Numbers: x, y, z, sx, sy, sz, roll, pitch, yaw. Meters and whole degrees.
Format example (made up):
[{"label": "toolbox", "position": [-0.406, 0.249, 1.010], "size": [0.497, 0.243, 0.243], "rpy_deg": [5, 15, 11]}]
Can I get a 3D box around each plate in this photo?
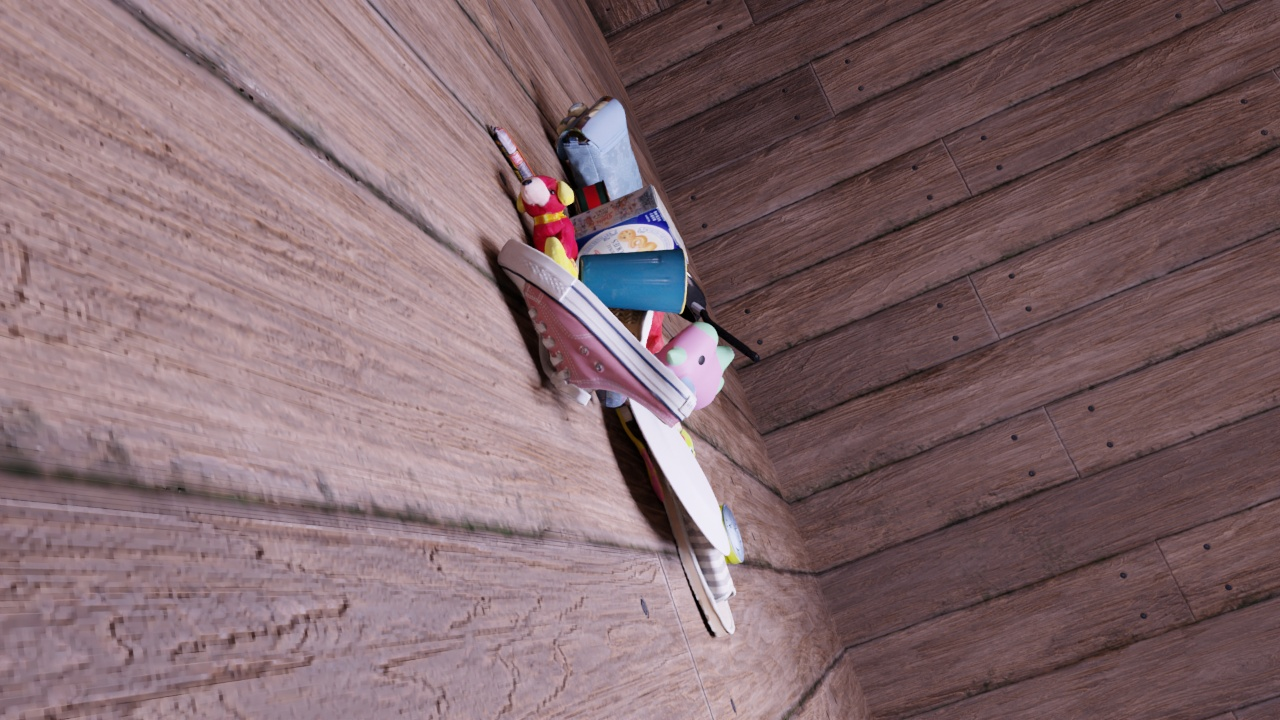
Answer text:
[{"label": "plate", "position": [0.051, 0.124, 1.113], "size": [0.242, 0.016, 0.242], "rpy_deg": [58, 6, -11]}]

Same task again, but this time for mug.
[{"label": "mug", "position": [-0.011, -0.094, 1.081], "size": [0.078, 0.121, 0.078], "rpy_deg": [178, -89, -83]}]

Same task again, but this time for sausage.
[{"label": "sausage", "position": [-0.142, -0.229, 1.122], "size": [0.155, 0.020, 0.020], "rpy_deg": [58, 14, -45]}]

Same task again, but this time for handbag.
[{"label": "handbag", "position": [-0.071, -0.325, 1.487], "size": [0.121, 0.119, 0.192], "rpy_deg": [-54, 143, -32]}, {"label": "handbag", "position": [-0.055, -0.186, 1.400], "size": [0.138, 0.063, 0.166], "rpy_deg": [70, 2, -58]}]

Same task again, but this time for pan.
[{"label": "pan", "position": [0.079, -0.106, 1.516], "size": [0.356, 0.044, 0.204], "rpy_deg": [39, -6, 35]}]

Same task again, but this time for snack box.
[{"label": "snack box", "position": [-0.026, -0.150, 1.197], "size": [0.144, 0.145, 0.042], "rpy_deg": [51, 21, -60]}]

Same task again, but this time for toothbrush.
[{"label": "toothbrush", "position": [0.004, 0.115, 1.129], "size": [0.135, 0.016, 0.021], "rpy_deg": [65, -4, -14]}]

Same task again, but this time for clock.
[{"label": "clock", "position": [0.105, 0.233, 1.273], "size": [0.083, 0.057, 0.119], "rpy_deg": [49, 25, -56]}]

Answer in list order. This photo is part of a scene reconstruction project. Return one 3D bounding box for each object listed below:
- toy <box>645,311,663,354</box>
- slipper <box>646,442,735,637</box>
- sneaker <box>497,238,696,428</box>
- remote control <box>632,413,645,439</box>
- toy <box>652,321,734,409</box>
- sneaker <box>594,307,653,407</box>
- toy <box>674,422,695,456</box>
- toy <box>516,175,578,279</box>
[{"label": "toy", "position": [-0.014, -0.043, 1.318], "size": [0.088, 0.094, 0.133], "rpy_deg": [-106, -161, -78]}, {"label": "slipper", "position": [0.071, 0.216, 1.177], "size": [0.114, 0.054, 0.272], "rpy_deg": [54, 14, -70]}, {"label": "sneaker", "position": [-0.058, -0.013, 0.880], "size": [0.241, 0.088, 0.118], "rpy_deg": [44, -3, 2]}, {"label": "remote control", "position": [0.004, 0.074, 1.181], "size": [0.152, 0.020, 0.041], "rpy_deg": [-85, 151, -84]}, {"label": "toy", "position": [0.070, 0.028, 1.444], "size": [0.120, 0.170, 0.223], "rpy_deg": [35, -37, 21]}, {"label": "sneaker", "position": [-0.027, -0.018, 1.101], "size": [0.235, 0.087, 0.079], "rpy_deg": [-95, -176, -68]}, {"label": "toy", "position": [0.043, 0.105, 1.295], "size": [0.118, 0.043, 0.092], "rpy_deg": [64, 11, -7]}, {"label": "toy", "position": [-0.098, -0.144, 1.050], "size": [0.105, 0.067, 0.137], "rpy_deg": [-86, 161, -85]}]
